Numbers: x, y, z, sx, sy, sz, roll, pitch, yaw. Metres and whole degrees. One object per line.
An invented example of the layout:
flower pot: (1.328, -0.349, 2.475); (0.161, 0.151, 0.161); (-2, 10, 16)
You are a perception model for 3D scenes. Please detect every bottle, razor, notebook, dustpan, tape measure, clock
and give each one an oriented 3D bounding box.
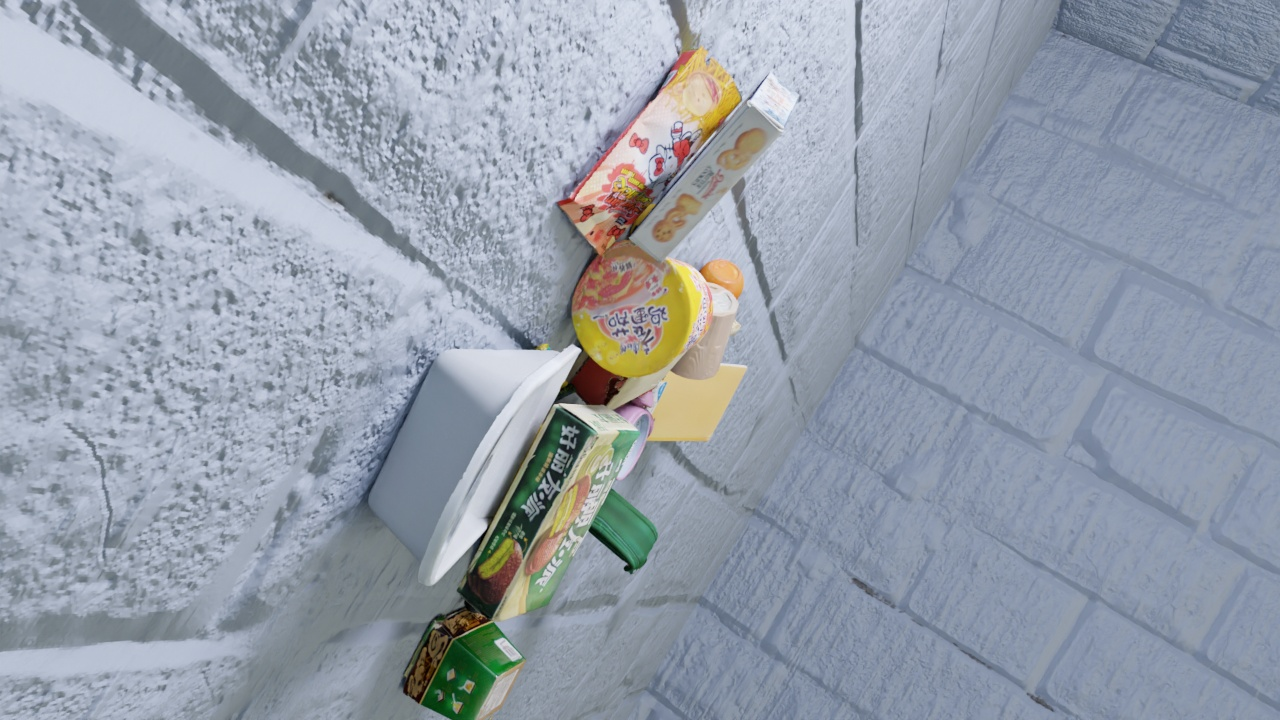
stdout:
bottle: (0.098, -0.076, 1.326); (0.066, 0.067, 0.150); (-42, 162, -42)
razor: (-0.099, 0.010, 0.988); (0.043, 0.028, 0.133); (-23, 157, -7)
notebook: (0.066, 0.063, 1.402); (0.206, 0.010, 0.146); (4, 119, -44)
dustpan: (-0.129, 0.099, 0.840); (0.257, 0.143, 0.223); (13, 108, -58)
tape measure: (0.013, -0.146, 1.036); (0.059, 0.029, 0.057); (-46, 157, -36)
clock: (-0.025, 0.091, 1.237); (0.158, 0.060, 0.117); (-57, 159, -33)

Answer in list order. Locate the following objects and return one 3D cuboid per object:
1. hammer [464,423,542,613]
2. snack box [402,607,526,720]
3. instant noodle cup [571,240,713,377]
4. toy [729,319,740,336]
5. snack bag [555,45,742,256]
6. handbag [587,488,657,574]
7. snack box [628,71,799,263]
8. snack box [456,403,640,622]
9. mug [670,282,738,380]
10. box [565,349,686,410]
hammer: (-0.167, 0.189, 1.085); (0.128, 0.033, 0.301); (-32, 148, -52)
snack box: (-0.214, 0.386, 1.153); (0.117, 0.105, 0.118); (-63, 162, 9)
instant noodle cup: (0.012, -0.056, 0.998); (0.109, 0.138, 0.138); (-15, 133, -64)
toy: (0.100, -0.001, 1.431); (0.157, 0.066, 0.105); (-56, 180, 16)
snack bag: (0.007, -0.202, 0.899); (0.208, 0.073, 0.128); (-51, 162, -1)
handbag: (-0.040, 0.255, 1.363); (0.067, 0.131, 0.120); (-45, 160, -27)
snack box: (0.078, -0.199, 0.936); (0.178, 0.046, 0.182); (-46, -172, 28)
snack box: (-0.099, 0.163, 1.001); (0.240, 0.063, 0.114); (-62, 157, 8)
mug: (0.071, -0.052, 1.216); (0.084, 0.124, 0.104); (-1, 129, -22)
box: (-0.007, 0.007, 1.113); (0.091, 0.080, 0.168); (-51, 167, 26)
